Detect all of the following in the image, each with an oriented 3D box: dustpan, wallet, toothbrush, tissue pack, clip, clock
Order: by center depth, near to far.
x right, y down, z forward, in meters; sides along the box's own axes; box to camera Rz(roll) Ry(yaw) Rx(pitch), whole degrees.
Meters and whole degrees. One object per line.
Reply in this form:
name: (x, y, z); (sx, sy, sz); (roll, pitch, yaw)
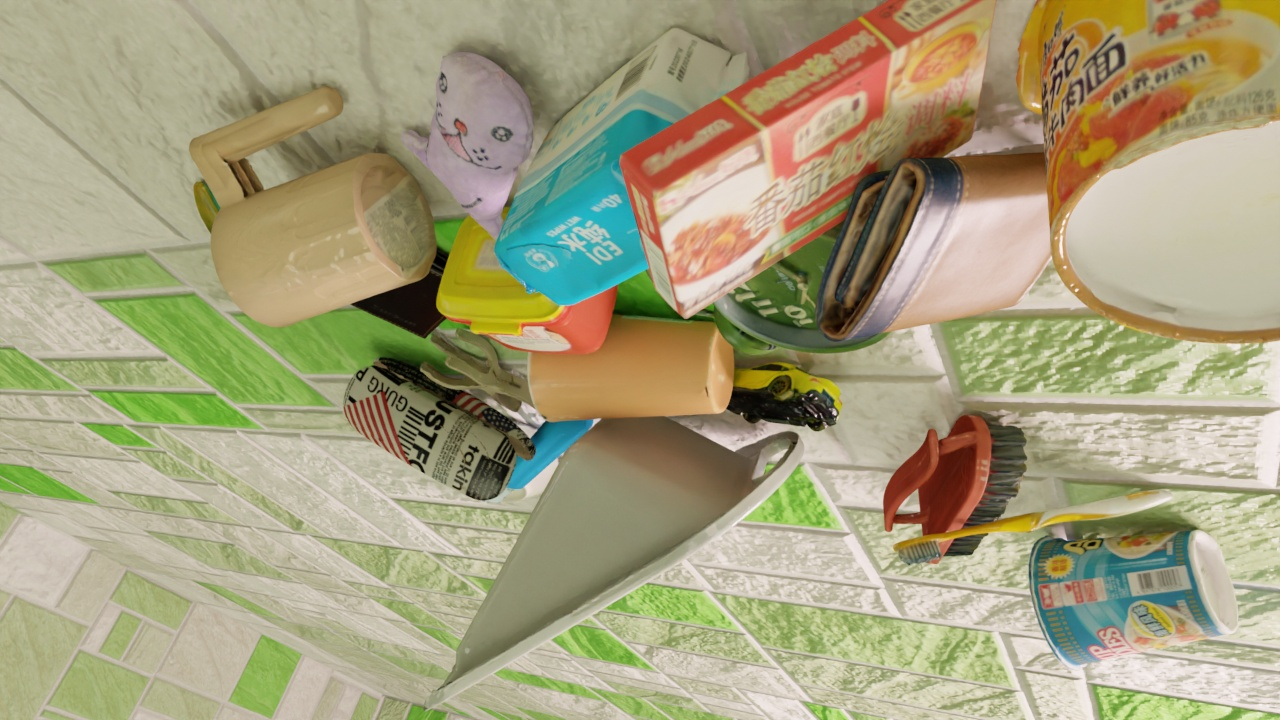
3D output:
wallet: (0.138, -0.051, 0.396); (0.115, 0.033, 0.090); (-9, 138, -27)
tissue pack: (-0.007, -0.085, 0.438); (0.063, 0.089, 0.140); (35, 147, -25)
clock: (0.074, -0.052, 0.481); (0.162, 0.056, 0.116); (-8, 140, 40)
toothbrush: (0.260, 0.109, 0.602); (0.191, 0.018, 0.016); (-10, 149, -3)
wallet: (-0.178, -0.057, 0.662); (0.096, 0.020, 0.123); (31, 151, -20)
dustpan: (-0.004, 0.135, 0.665); (0.142, 0.258, 0.222); (28, -166, 7)
clip: (-0.116, 0.010, 0.724); (0.104, 0.034, 0.083); (27, 151, -23)

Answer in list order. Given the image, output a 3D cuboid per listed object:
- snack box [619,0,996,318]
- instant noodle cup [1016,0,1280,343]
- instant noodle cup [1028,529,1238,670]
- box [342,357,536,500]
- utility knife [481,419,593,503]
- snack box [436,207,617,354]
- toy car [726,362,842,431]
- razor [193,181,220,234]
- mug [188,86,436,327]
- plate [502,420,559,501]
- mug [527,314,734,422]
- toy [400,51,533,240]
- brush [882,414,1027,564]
snack box: (0.067, -0.083, 0.358); (0.025, 0.152, 0.075); (52, 168, 33)
instant noodle cup: (0.200, -0.078, 0.307); (0.138, 0.109, 0.138); (15, 152, 8)
instant noodle cup: (0.352, 0.165, 0.655); (0.099, 0.099, 0.110); (36, 139, -28)
box: (-0.164, 0.048, 0.778); (0.163, 0.087, 0.076); (26, 109, 15)
utility knife: (-0.098, 0.089, 0.818); (0.034, 0.018, 0.192); (25, 137, -21)
snack box: (-0.065, -0.043, 0.558); (0.091, 0.081, 0.080); (4, 157, 27)
toy car: (0.089, 0.021, 0.622); (0.048, 0.032, 0.105); (39, 157, -33)
razor: (-0.290, -0.080, 0.683); (0.043, 0.028, 0.133); (8, 147, 26)
mug: (-0.196, -0.090, 0.548); (0.104, 0.084, 0.125); (-14, 112, 21)
plate: (-0.157, 0.098, 0.895); (0.164, 0.034, 0.164); (13, 151, 12)
mug: (-0.004, 0.004, 0.610); (0.123, 0.078, 0.078); (0, 146, 20)
toy: (-0.088, -0.119, 0.484); (0.084, 0.038, 0.108); (44, 151, 1)
brush: (0.209, 0.085, 0.625); (0.069, 0.063, 0.146); (2, 148, 3)
